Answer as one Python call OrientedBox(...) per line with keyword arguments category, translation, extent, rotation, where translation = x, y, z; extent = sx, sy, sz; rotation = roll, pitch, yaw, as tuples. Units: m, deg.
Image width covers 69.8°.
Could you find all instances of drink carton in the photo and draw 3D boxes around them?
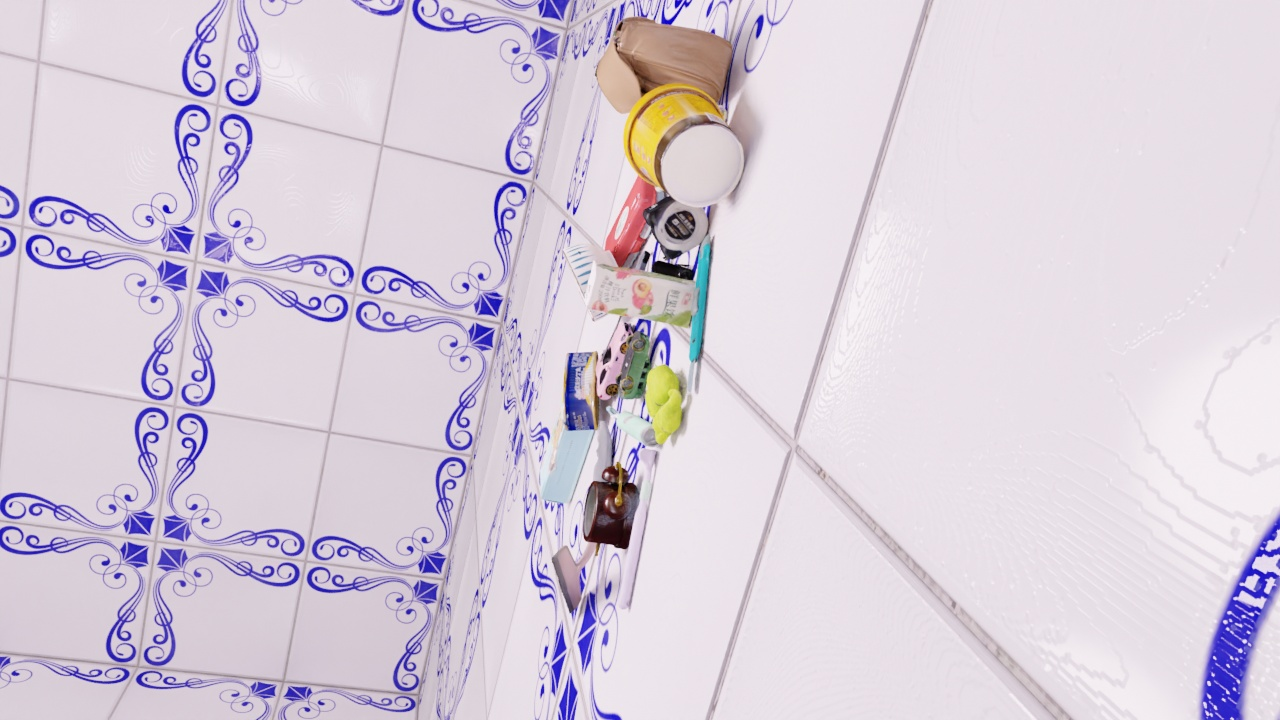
OrientedBox(category="drink carton", translation=(0.000, -0.076, 1.053), extent=(0.045, 0.122, 0.053), rotation=(-114, 36, -70))

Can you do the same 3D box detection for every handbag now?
OrientedBox(category="handbag", translation=(0.024, -0.343, 1.111), extent=(0.204, 0.147, 0.100), rotation=(-160, 83, -80))

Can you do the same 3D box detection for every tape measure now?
OrientedBox(category="tape measure", translation=(0.043, -0.157, 1.057), extent=(0.066, 0.066, 0.033), rotation=(63, 179, -22))

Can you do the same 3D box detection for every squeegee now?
OrientedBox(category="squeegee", translation=(-0.063, 0.195, 1.250), extent=(0.248, 0.040, 0.249), rotation=(86, -166, -60))

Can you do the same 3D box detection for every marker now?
OrientedBox(category="marker", translation=(0.038, -0.112, 1.137), extent=(0.132, 0.020, 0.022), rotation=(-145, 52, -74))

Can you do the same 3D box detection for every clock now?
OrientedBox(category="clock", translation=(-0.034, 0.178, 1.121), extent=(0.082, 0.055, 0.122), rotation=(-97, 20, -52))

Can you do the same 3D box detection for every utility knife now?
OrientedBox(category="utility knife", translation=(0.063, -0.052, 1.011), extent=(0.029, 0.013, 0.186), rotation=(137, 142, -67))

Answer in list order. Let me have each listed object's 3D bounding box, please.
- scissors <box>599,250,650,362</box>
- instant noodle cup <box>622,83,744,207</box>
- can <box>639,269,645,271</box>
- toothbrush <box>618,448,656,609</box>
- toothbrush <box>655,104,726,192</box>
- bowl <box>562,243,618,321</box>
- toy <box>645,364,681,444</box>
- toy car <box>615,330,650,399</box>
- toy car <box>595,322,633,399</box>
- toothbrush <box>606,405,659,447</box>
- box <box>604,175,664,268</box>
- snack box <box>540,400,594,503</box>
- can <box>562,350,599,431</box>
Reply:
OrientedBox(category="scissors", translation=(-0.023, -0.078, 1.285), extent=(0.159, 0.014, 0.178), rotation=(-125, 59, -85))
OrientedBox(category="instant noodle cup", translation=(0.051, -0.231, 1.004), extent=(0.114, 0.118, 0.119), rotation=(-117, 40, -57))
OrientedBox(category="can", translation=(0.008, -0.086, 1.169), extent=(0.134, 0.053, 0.053), rotation=(-146, 68, -75))
OrientedBox(category="toothbrush", translation=(-0.006, 0.197, 1.074), extent=(0.021, 0.029, 0.189), rotation=(7, 86, 38))
OrientedBox(category="toothbrush", translation=(0.059, -0.259, 1.149), extent=(0.190, 0.020, 0.029), rotation=(141, 143, -62))
OrientedBox(category="bowl", translation=(-0.063, -0.122, 1.353), extent=(0.116, 0.066, 0.116), rotation=(154, 91, -87))
OrientedBox(category="toy", translation=(0.027, 0.045, 1.041), extent=(0.097, 0.031, 0.100), rotation=(123, 149, -56))
OrientedBox(category="toy car", translation=(-0.007, 0.007, 1.188), extent=(0.043, 0.036, 0.091), rotation=(-131, 53, -74))
OrientedBox(category="toy car", translation=(-0.040, 0.000, 1.325), extent=(0.056, 0.037, 0.123), rotation=(-105, 31, -58))
OrientedBox(category="toothbrush", translation=(-0.012, 0.081, 1.171), extent=(0.026, 0.027, 0.224), rotation=(-42, 12, -7))
OrientedBox(category="box", translation=(-0.007, -0.205, 1.362), extent=(0.202, 0.047, 0.086), rotation=(123, 154, -57))
OrientedBox(category="snack box", translation=(-0.119, 0.142, 1.484), extent=(0.074, 0.051, 0.175), rotation=(-103, 28, -56))
OrientedBox(category="can", translation=(-0.089, 0.045, 1.400), extent=(0.147, 0.049, 0.075), rotation=(-91, -2, -47))
